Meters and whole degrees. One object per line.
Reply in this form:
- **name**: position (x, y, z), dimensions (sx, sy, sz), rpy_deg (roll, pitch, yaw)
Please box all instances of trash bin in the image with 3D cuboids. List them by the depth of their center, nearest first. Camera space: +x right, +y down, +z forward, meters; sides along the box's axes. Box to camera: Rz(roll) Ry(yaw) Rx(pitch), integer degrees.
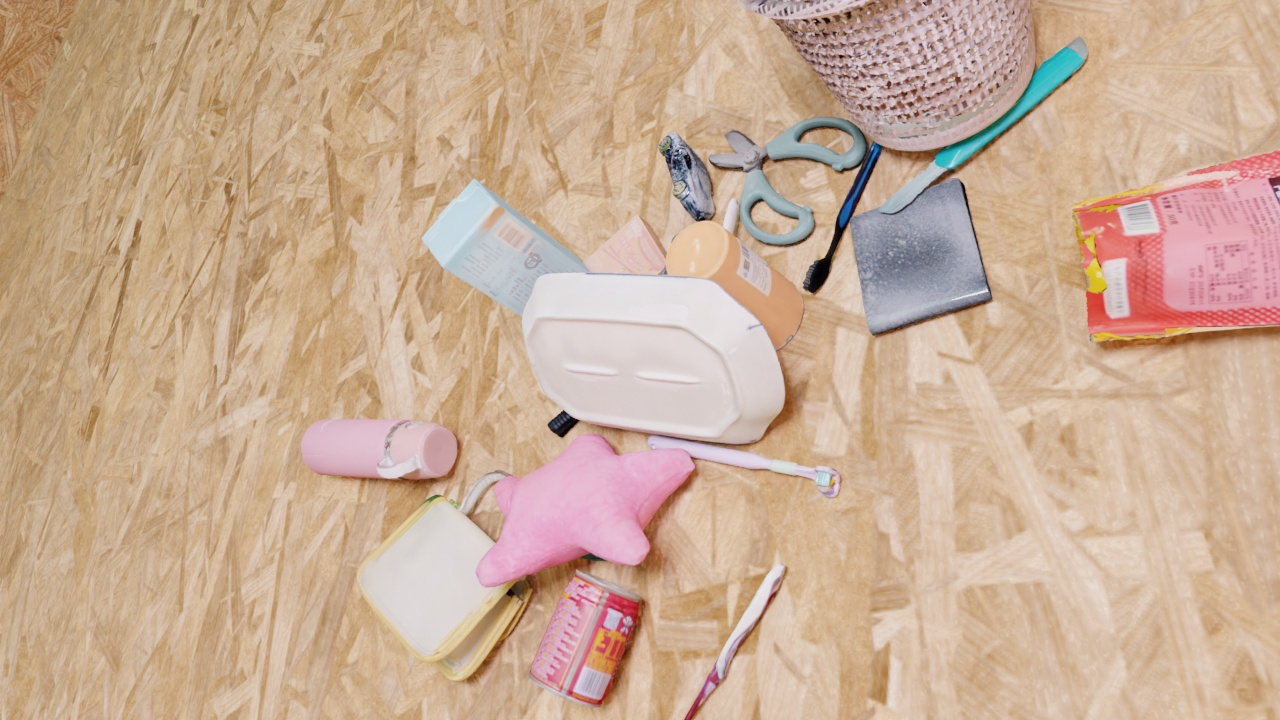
- **trash bin**: position (0.212, -0.283, 0.726), dimensions (0.228, 0.192, 0.227), rpy_deg (-21, 46, 24)

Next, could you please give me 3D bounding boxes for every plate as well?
- **plate**: position (-0.005, 0.005, 0.781), dimensions (0.266, 0.162, 0.034), rpy_deg (7, 36, 37)

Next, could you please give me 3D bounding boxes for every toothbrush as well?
- **toothbrush**: position (0.064, 0.238, 0.702), dimensions (0.017, 0.016, 0.187), rpy_deg (30, 87, 34)
- **toothbrush**: position (0.079, 0.084, 0.768), dimensions (0.189, 0.029, 0.021), rpy_deg (8, 32, 41)
- **toothbrush**: position (0.186, -0.143, 0.809), dimensions (0.189, 0.014, 0.016), rpy_deg (-64, 23, -9)
- **toothbrush**: position (0.072, -0.067, 0.845), dimensions (0.016, 0.016, 0.180), rpy_deg (5, 76, 29)

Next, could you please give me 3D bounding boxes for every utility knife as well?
- **utility knife**: position (0.282, -0.190, 0.756), dimensions (0.209, 0.013, 0.029), rpy_deg (-39, 47, 9)

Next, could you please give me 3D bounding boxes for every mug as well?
- **mug**: position (0.077, -0.063, 0.774), dimensions (0.078, 0.122, 0.078), rpy_deg (-16, 59, 29)

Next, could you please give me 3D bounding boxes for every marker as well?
- **marker**: position (-0.037, 0.029, 0.885), dimensions (0.131, 0.018, 0.022), rpy_deg (-39, 75, 15)

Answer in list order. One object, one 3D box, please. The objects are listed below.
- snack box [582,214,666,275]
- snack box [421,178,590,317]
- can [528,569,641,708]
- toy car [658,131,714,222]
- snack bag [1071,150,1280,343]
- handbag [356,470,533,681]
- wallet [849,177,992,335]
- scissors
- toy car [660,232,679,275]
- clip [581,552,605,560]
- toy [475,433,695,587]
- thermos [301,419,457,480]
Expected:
- **snack box**: position (-0.040, -0.068, 0.930), dimensions (0.157, 0.026, 0.084), rpy_deg (-39, 50, 14)
- **snack box**: position (-0.117, -0.092, 0.864), dimensions (0.074, 0.174, 0.051), rpy_deg (-46, 53, 7)
- **can**: position (-0.044, 0.227, 0.753), dimensions (0.067, 0.066, 0.093), rpy_deg (15, 77, 41)
- **toy car**: position (0.049, -0.182, 0.907), dimensions (0.031, 0.049, 0.105), rpy_deg (-30, 53, 24)
- **snack bag**: position (0.395, -0.077, 0.588), dimensions (0.208, 0.073, 0.128), rpy_deg (-10, 66, 27)
- **handbag**: position (-0.164, 0.193, 0.877), dimensions (0.178, 0.063, 0.163), rpy_deg (-48, 46, -13)
- **wallet**: position (0.225, -0.085, 0.747), dimensions (0.097, 0.019, 0.120), rpy_deg (-18, 56, 26)
- **scissors**: position (0.139, -0.192, 0.867), dimensions (0.169, 0.019, 0.177), rpy_deg (-41, 48, 14)
- **toy car**: position (0.039, -0.065, 0.851), dimensions (0.045, 0.053, 0.120), rpy_deg (20, 82, 27)
- **clip**: position (-0.029, 0.168, 0.805), dimensions (0.057, 0.048, 0.014), rpy_deg (-11, 62, 37)
- **toy**: position (-0.045, 0.116, 0.796), dimensions (0.195, 0.075, 0.178), rpy_deg (-15, 33, 16)
- **thermos**: position (-0.290, 0.101, 0.995), dimensions (0.199, 0.087, 0.067), rpy_deg (-1, 112, 37)
